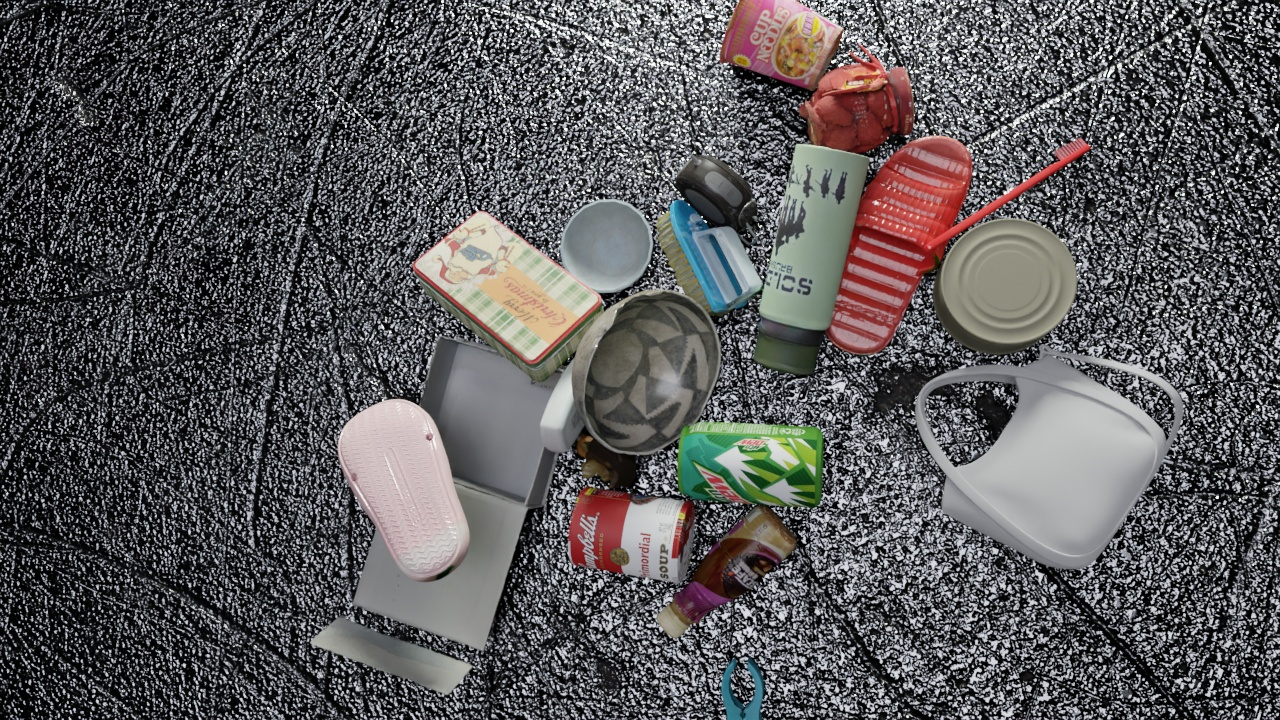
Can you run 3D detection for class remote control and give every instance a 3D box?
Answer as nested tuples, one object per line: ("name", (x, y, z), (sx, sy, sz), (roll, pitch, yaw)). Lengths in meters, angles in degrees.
("remote control", (-0.075, 0.048, 0.993), (0.028, 0.060, 0.114), (9, 50, 20))

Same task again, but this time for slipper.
("slipper", (0.265, -0.125, 0.957), (0.103, 0.059, 0.249), (26, 92, 14))
("slipper", (-0.240, 0.129, 0.952), (0.106, 0.056, 0.221), (-32, 60, -4))

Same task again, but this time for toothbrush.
("toothbrush", (0.370, -0.170, 0.931), (0.212, 0.012, 0.018), (-32, 78, -8))

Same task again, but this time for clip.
("clip", (0.118, 0.373, 0.959), (0.102, 0.027, 0.119), (-5, 84, 10))

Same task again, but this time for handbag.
("handbag", (0.386, 0.077, 0.913), (0.223, 0.095, 0.216), (34, 92, 27))

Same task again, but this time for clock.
("clock", (0.087, -0.179, 0.989), (0.123, 0.091, 0.043), (40, 85, -3))

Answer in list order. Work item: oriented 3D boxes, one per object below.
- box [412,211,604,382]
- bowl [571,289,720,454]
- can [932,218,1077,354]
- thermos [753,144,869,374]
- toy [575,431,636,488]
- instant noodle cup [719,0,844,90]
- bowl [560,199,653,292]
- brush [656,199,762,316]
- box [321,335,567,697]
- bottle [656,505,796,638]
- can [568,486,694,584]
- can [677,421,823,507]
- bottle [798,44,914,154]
("box", (-0.147, -0.076, 1.023), (0.205, 0.051, 0.117), (39, 73, 22))
("bowl", (-0.006, 0.006, 0.972), (0.081, 0.178, 0.178), (28, 91, 51))
("can", (0.363, -0.073, 0.920), (0.128, 0.073, 0.127), (-1, 84, 13))
("thermos", (0.172, -0.101, 0.949), (0.082, 0.082, 0.231), (14, 102, 14))
("toy", (-0.048, 0.102, 1.009), (0.062, 0.076, 0.100), (-39, 50, -20))
("instant noodle cup", (0.155, -0.346, 0.992), (0.108, 0.097, 0.097), (28, 91, 8))
("bowl", (-0.034, -0.125, 1.037), (0.106, 0.039, 0.106), (-1, 84, 13))
("brush", (0.072, -0.117, 0.991), (0.076, 0.055, 0.136), (-36, 76, 41))
("box", (-0.202, 0.159, 1.019), (0.166, 0.098, 0.368), (14, 81, 15))
("bottle", (0.086, 0.226, 0.963), (0.166, 0.059, 0.059), (-44, 77, 6))
("can", (-0.008, 0.184, 0.975), (0.116, 0.086, 0.086), (6, 86, 14))
("can", (0.116, 0.108, 0.956), (0.144, 0.083, 0.083), (2, 85, 13))
("bottle", (0.224, -0.268, 0.963), (0.111, 0.099, 0.099), (-10, 82, 7))
